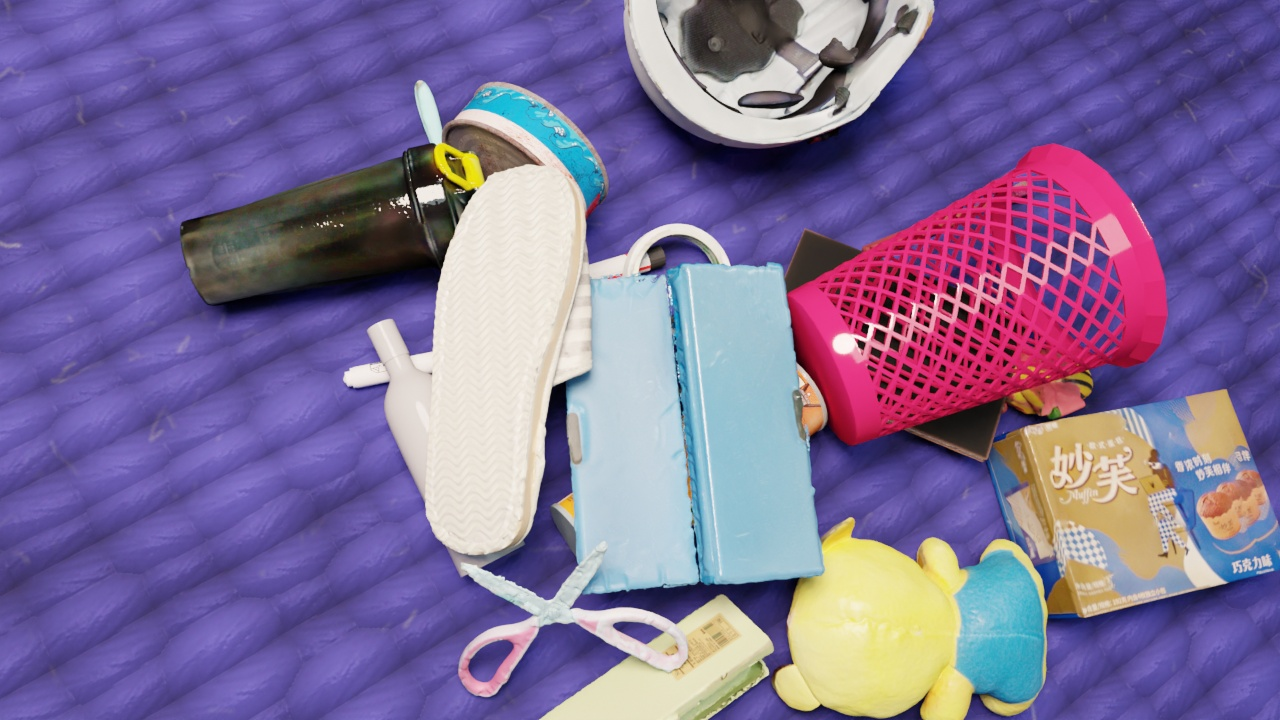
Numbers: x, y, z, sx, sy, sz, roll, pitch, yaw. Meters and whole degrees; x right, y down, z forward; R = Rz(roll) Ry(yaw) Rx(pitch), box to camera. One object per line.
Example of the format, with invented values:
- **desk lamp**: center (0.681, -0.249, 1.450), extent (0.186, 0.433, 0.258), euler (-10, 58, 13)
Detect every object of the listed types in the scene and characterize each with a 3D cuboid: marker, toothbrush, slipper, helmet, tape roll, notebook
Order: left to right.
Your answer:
- **marker**: center (-0.164, 0.003, 0.720), extent (0.133, 0.017, 0.020), euler (-12, 56, -14)
- **toothbrush**: center (-0.162, -0.158, 0.771), extent (0.016, 0.017, 0.180), euler (-16, 76, -14)
- **slipper**: center (-0.092, -0.002, 0.640), extent (0.114, 0.054, 0.272), euler (5, 80, 20)
- **marker**: center (-0.049, -0.068, 0.763), extent (0.145, 0.019, 0.019), euler (-18, 78, -16)
- **tape roll**: center (0.032, -0.066, 0.766), extent (0.093, 0.018, 0.094), euler (0, 89, -18)
- **helmet**: center (0.094, -0.292, 0.782), extent (0.263, 0.164, 0.236), euler (-44, 100, -11)
- **notebook**: center (0.215, -0.017, 0.788), extent (0.209, 0.008, 0.141), euler (23, 70, 6)
- **toothbrush**: center (0.287, -0.131, 0.849), extent (0.189, 0.016, 0.016), euler (-22, 80, -16)

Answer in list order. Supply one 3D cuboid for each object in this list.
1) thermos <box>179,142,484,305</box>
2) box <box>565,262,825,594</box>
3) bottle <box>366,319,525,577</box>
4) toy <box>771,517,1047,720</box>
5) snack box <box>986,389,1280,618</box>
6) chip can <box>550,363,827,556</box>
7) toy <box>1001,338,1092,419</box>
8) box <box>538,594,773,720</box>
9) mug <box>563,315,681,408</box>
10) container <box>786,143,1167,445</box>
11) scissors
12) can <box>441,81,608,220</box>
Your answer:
- **thermos**: center (-0.222, -0.100, 0.693), extent (0.220, 0.098, 0.098), euler (-14, 76, -6)
- **box**: center (0.035, 0.044, 0.651), extent (0.176, 0.048, 0.231), euler (-4, 77, -12)
- **bottle**: center (-0.152, 0.060, 0.680), extent (0.052, 0.053, 0.195), euler (-25, 83, -17)
- **toy**: center (0.213, 0.200, 0.700), extent (0.214, 0.084, 0.148), euler (8, 70, -12)
- **snack box**: center (0.413, 0.119, 0.770), extent (0.202, 0.069, 0.155), euler (-8, 74, -13)
- **chip can**: center (0.040, 0.081, 0.706), extent (0.214, 0.075, 0.075), euler (-34, 82, -18)
- **toy**: center (0.353, 0.015, 0.806), extent (0.103, 0.046, 0.084), euler (-11, 54, -16)
- **box**: center (0.004, 0.245, 0.663), extent (0.187, 0.091, 0.077), euler (-32, 61, -16)
- **mug**: center (-0.004, 0.004, 0.712), extent (0.113, 0.078, 0.088), euler (-10, 75, 6)
- **container**: center (0.238, -0.036, 0.707), extent (0.225, 0.183, 0.183), euler (-23, 79, -3)
- **scissors**: center (-0.054, 0.187, 0.633), extent (0.172, 0.013, 0.171), euler (29, 115, -12)
- **can**: center (-0.091, -0.153, 0.722), extent (0.130, 0.130, 0.044), euler (35, 70, 1)
